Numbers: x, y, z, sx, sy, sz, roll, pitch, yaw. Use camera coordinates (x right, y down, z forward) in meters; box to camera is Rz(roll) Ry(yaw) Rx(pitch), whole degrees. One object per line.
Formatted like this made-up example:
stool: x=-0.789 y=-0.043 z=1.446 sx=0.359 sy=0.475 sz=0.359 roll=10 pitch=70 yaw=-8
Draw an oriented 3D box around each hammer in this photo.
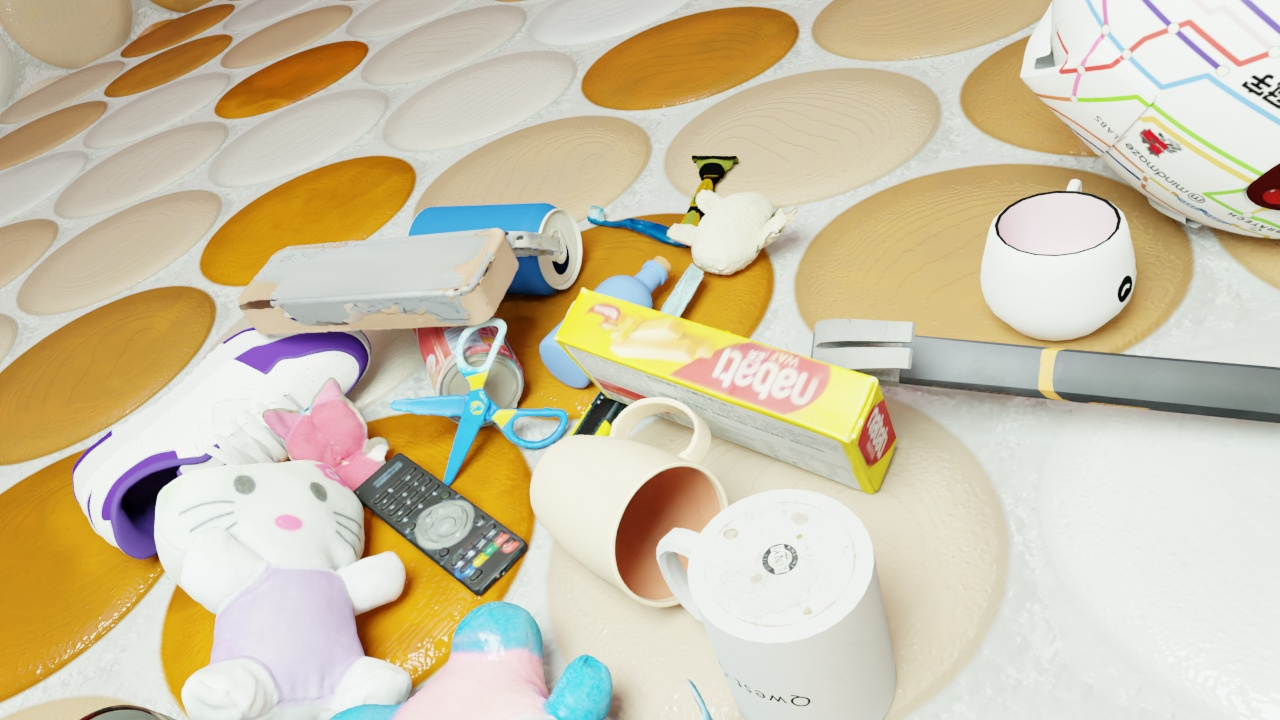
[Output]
hammer: x=0.250 y=0.010 z=0.508 sx=0.313 sy=0.139 sz=0.035 roll=6 pitch=85 yaw=17

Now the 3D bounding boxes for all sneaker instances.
sneaker: x=-0.307 y=0.059 z=0.699 sx=0.244 sy=0.092 sz=0.111 roll=-36 pitch=42 yaw=-14

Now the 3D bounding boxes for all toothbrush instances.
toothbrush: x=-0.004 y=-0.122 z=0.836 sx=0.021 sy=0.016 sz=0.132 roll=-24 pitch=33 yaw=-38

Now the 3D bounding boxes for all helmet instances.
helmet: x=0.404 y=-0.189 z=0.559 sx=0.314 sy=0.237 sz=0.230 roll=29 pitch=62 yaw=6

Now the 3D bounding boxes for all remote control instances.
remote control: x=-0.136 y=0.108 z=0.615 sx=0.140 sy=0.021 sz=0.045 roll=25 pitch=57 yaw=37

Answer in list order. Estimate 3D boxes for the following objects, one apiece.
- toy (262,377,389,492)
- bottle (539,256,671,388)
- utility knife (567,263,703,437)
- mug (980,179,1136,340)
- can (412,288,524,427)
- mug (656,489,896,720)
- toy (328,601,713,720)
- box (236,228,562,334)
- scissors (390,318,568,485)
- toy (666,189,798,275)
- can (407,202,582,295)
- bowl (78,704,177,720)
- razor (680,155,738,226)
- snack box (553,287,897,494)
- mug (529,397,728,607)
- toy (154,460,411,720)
toy: x=-0.228 y=0.067 z=0.686 sx=0.065 sy=0.050 sz=0.102 roll=-34 pitch=75 yaw=-29
bottle: x=-0.020 y=-0.037 z=0.714 sx=0.048 sy=0.048 sz=0.130 roll=17 pitch=51 yaw=38
utility knife: x=-0.004 y=0.004 z=0.673 sx=0.029 sy=0.020 sz=0.233 roll=9 pitch=48 yaw=29
mug: x=0.273 y=-0.068 z=0.596 sx=0.090 sy=0.076 sz=0.123 roll=8 pitch=46 yaw=31
can: x=-0.137 y=-0.009 z=0.718 sx=0.066 sy=0.067 sz=0.124 roll=-26 pitch=38 yaw=-7
mug: x=0.060 y=0.121 z=0.447 sx=0.120 sy=0.096 sz=0.082 roll=15 pitch=50 yaw=37
toy: x=-0.075 y=0.202 z=0.410 sx=0.223 sy=0.099 sz=0.191 roll=-24 pitch=30 yaw=-28
box: x=-0.184 y=-0.071 z=0.708 sx=0.217 sy=0.071 sz=0.156 roll=-1 pitch=16 yaw=23
scissors: x=-0.114 y=0.028 z=0.648 sx=0.125 sy=0.130 sz=0.014 roll=0 pitch=2 yaw=-4
toy: x=0.078 y=-0.106 z=0.751 sx=0.112 sy=0.050 sz=0.087 roll=16 pitch=56 yaw=31
can: x=-0.132 y=-0.098 z=0.812 sx=0.146 sy=0.079 sz=0.078 roll=3 pitch=44 yaw=27
bowl: x=-0.235 y=0.244 z=0.445 sx=0.151 sy=0.056 sz=0.150 roll=-6 pitch=74 yaw=21
razor: x=0.057 y=-0.152 z=0.837 sx=0.044 sy=0.021 sz=0.143 roll=4 pitch=38 yaw=15
snack box: x=0.050 y=0.017 z=0.558 sx=0.201 sy=0.092 sz=0.042 roll=19 pitch=72 yaw=30
mug: x=-0.005 y=0.073 z=0.538 sx=0.104 sy=0.085 sz=0.111 roll=15 pitch=72 yaw=51
toy: x=-0.215 y=0.139 z=0.554 sx=0.137 sy=0.086 sz=0.209 roll=9 pitch=28 yaw=-34
